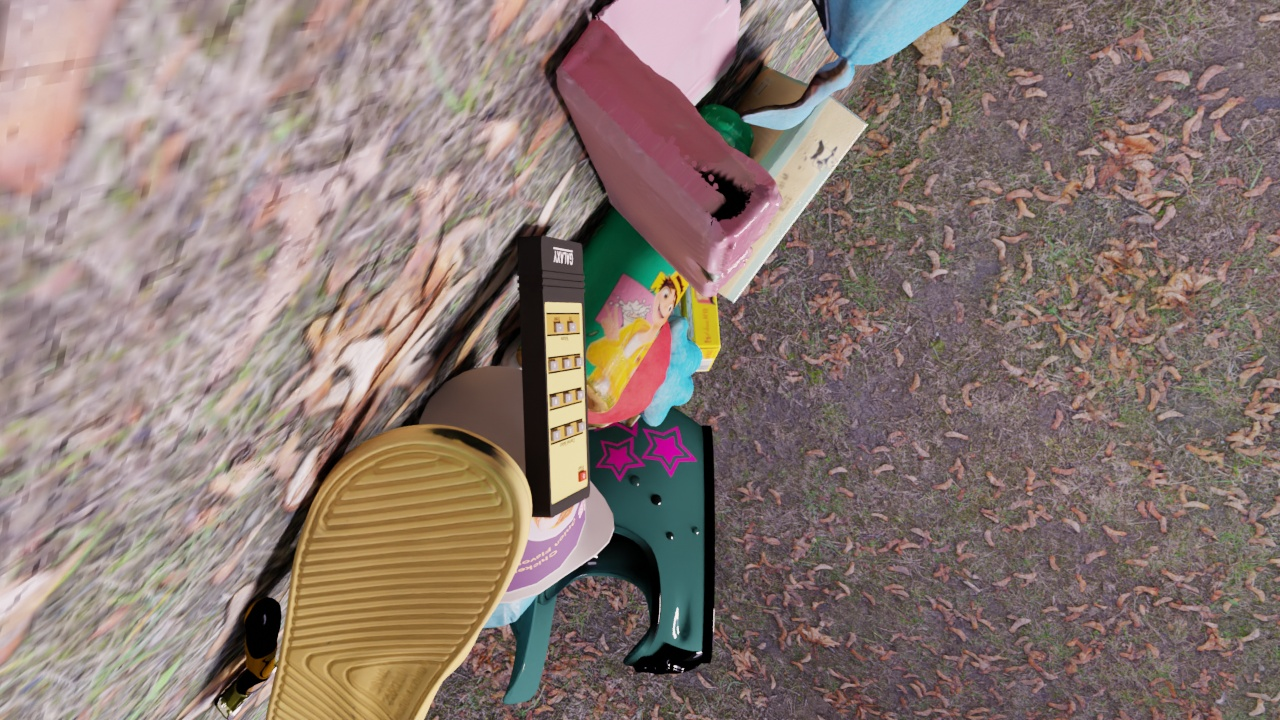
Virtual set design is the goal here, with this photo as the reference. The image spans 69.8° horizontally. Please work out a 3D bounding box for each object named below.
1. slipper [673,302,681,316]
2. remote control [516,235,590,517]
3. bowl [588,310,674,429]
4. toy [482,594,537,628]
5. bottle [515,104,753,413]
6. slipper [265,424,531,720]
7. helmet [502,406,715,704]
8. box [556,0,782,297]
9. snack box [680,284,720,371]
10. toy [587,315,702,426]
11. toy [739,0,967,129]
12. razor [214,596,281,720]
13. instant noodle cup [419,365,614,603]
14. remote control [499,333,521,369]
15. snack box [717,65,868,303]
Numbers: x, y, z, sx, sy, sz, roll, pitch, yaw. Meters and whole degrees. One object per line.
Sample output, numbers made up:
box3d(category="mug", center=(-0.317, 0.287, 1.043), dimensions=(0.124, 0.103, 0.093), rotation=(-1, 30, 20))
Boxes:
box3d(category="slipper", center=(0.007, -0.033, 0.908), dimensions=(0.277, 0.069, 0.115), rotation=(125, -15, -58))
box3d(category="remote control", center=(-0.042, 0.007, 0.456), dimensions=(0.058, 0.013, 0.133), rotation=(-13, 102, -73))
box3d(category="bowl", center=(-0.023, -0.001, 0.753), dimensions=(0.160, 0.094, 0.160), rotation=(-51, 177, -4))
box3d(category="toy", center=(-0.121, 0.134, 0.672), dimensions=(0.183, 0.115, 0.181), rotation=(-22, 175, -18))
box3d(category="bottle", center=(0.004, -0.070, 0.574), dimensions=(0.209, 0.068, 0.068), rotation=(-58, 179, -16))
box3d(category="slipper", center=(-0.130, 0.124, 0.481), dimensions=(0.078, 0.099, 0.264), rotation=(-76, -169, -60))
box3d(category="helmet", center=(-0.038, 0.162, 0.819), dimensions=(0.177, 0.200, 0.274), rotation=(90, 1, -63))
box3d(category="box", center=(0.040, -0.109, 0.420), dimensions=(0.115, 0.106, 0.232), rotation=(-43, 176, 2))
box3d(category="snack box", center=(0.057, -0.071, 0.919), dimensions=(0.075, 0.025, 0.152), rotation=(105, -16, -70))
box3d(category="toy", center=(-0.004, 0.004, 0.662), dimensions=(0.132, 0.062, 0.092), rotation=(7, 116, -49))
box3d(category="toy", center=(0.140, -0.227, 0.507), dimensions=(0.225, 0.099, 0.190), rotation=(-64, 177, 34))
box3d(category="razor", center=(-0.214, 0.163, 0.512), dimensions=(0.043, 0.021, 0.144), rotation=(-50, 174, -41))
box3d(category="instant noodle cup", center=(-0.077, 0.069, 0.543), dimensions=(0.122, 0.137, 0.121), rotation=(104, -4, -60))
box3d(category="remote control", center=(-0.051, -0.034, 0.619), dimensions=(0.133, 0.022, 0.050), rotation=(-51, 177, -27))
box3d(category="snack box", center=(0.079, -0.137, 0.670), dimensions=(0.142, 0.044, 0.193), rotation=(-54, -163, 16))
